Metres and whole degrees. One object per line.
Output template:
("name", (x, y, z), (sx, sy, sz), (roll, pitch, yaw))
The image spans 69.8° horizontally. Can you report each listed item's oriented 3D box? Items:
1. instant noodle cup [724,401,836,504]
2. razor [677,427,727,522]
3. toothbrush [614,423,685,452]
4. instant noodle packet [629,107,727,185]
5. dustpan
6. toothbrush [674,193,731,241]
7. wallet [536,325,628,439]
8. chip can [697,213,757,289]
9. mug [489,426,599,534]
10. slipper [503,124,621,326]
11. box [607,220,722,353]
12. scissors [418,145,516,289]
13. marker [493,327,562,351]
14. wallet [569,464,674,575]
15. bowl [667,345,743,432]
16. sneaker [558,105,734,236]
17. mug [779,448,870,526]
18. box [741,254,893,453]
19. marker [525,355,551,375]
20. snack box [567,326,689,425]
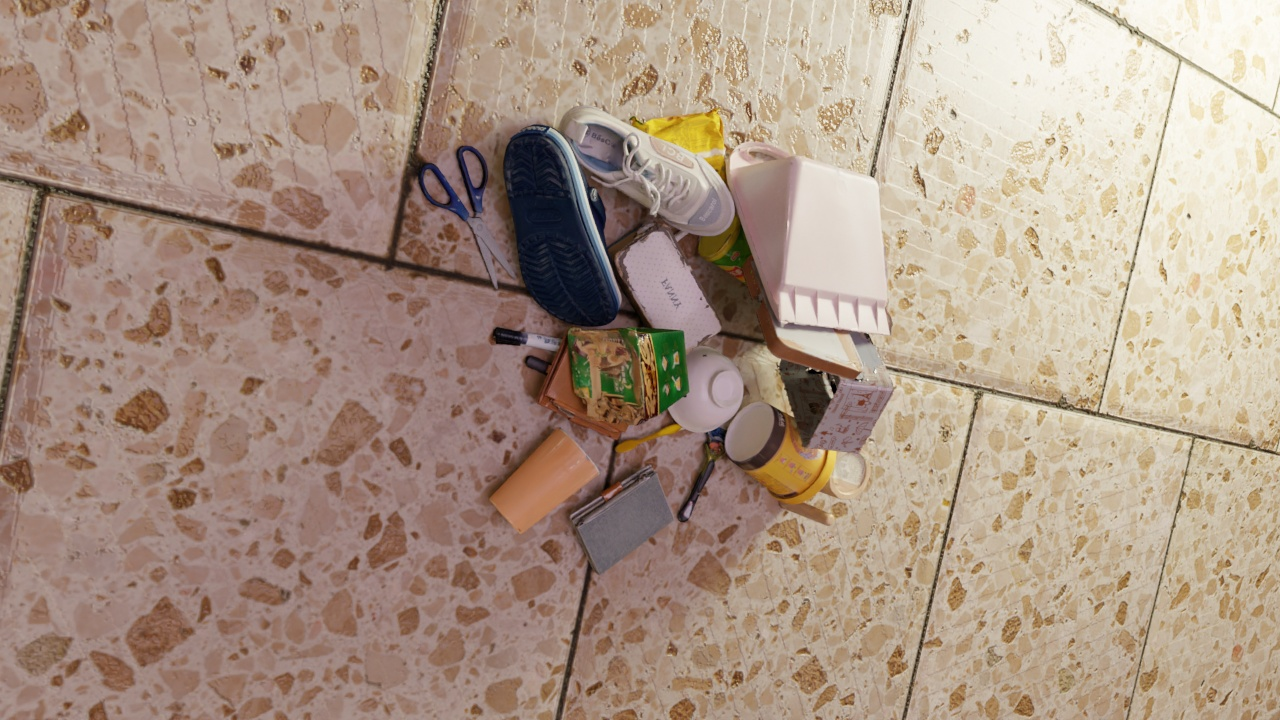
("instant noodle cup", (0.187, 0.122, 1.263), (0.114, 0.118, 0.118), (32, 82, -29))
("razor", (0.086, 0.159, 1.268), (0.042, 0.022, 0.142), (27, 85, -29))
("toothbrush", (0.046, 0.092, 1.239), (0.191, 0.018, 0.016), (-18, 87, -29))
("instant noodle packet", (0.048, -0.260, 1.165), (0.128, 0.044, 0.111), (-14, 106, -25))
("dustpan", (0.208, -0.160, 1.190), (0.222, 0.139, 0.273), (8, 83, -39))
("toothbrush", (0.088, -0.199, 1.215), (0.179, 0.016, 0.016), (-41, 108, -18))
("wallet", (-0.055, 0.031, 1.142), (0.131, 0.031, 0.107), (27, 83, -33))
("chip can", (0.180, -0.120, 1.247), (0.221, 0.073, 0.072), (28, 84, -30))
("mug", (-0.121, 0.150, 1.123), (0.122, 0.078, 0.078), (-41, 115, -12))
("slipper", (-0.091, -0.158, 1.080), (0.095, 0.105, 0.253), (-62, 141, -50))
("box", (0.033, -0.084, 1.170), (0.089, 0.059, 0.184), (-32, 115, -7))
("scissors", (-0.200, -0.161, 1.060), (0.140, 0.012, 0.171), (0, 99, -31))
("marker", (-0.118, -0.020, 1.125), (0.130, 0.018, 0.022), (12, 78, -30))
("wallet", (-0.024, 0.206, 1.206), (0.129, 0.037, 0.107), (-33, 123, -20))
("bowl", (0.097, 0.039, 1.220), (0.118, 0.065, 0.118), (0, 89, -29))
("sneaker", (0.014, -0.223, 1.089), (0.242, 0.090, 0.090), (28, 104, -15))
("mug", (0.258, 0.168, 1.320), (0.084, 0.104, 0.124), (26, 84, -30))
("box", (0.208, 0.004, 1.194), (0.226, 0.180, 0.157), (17, 128, -24))
("marker", (-0.091, 0.023, 1.150), (0.123, 0.015, 0.018), (27, 80, -29))
("snack box", (-0.006, 0.006, 1.095), (0.105, 0.118, 0.117), (-18, 107, -44))
